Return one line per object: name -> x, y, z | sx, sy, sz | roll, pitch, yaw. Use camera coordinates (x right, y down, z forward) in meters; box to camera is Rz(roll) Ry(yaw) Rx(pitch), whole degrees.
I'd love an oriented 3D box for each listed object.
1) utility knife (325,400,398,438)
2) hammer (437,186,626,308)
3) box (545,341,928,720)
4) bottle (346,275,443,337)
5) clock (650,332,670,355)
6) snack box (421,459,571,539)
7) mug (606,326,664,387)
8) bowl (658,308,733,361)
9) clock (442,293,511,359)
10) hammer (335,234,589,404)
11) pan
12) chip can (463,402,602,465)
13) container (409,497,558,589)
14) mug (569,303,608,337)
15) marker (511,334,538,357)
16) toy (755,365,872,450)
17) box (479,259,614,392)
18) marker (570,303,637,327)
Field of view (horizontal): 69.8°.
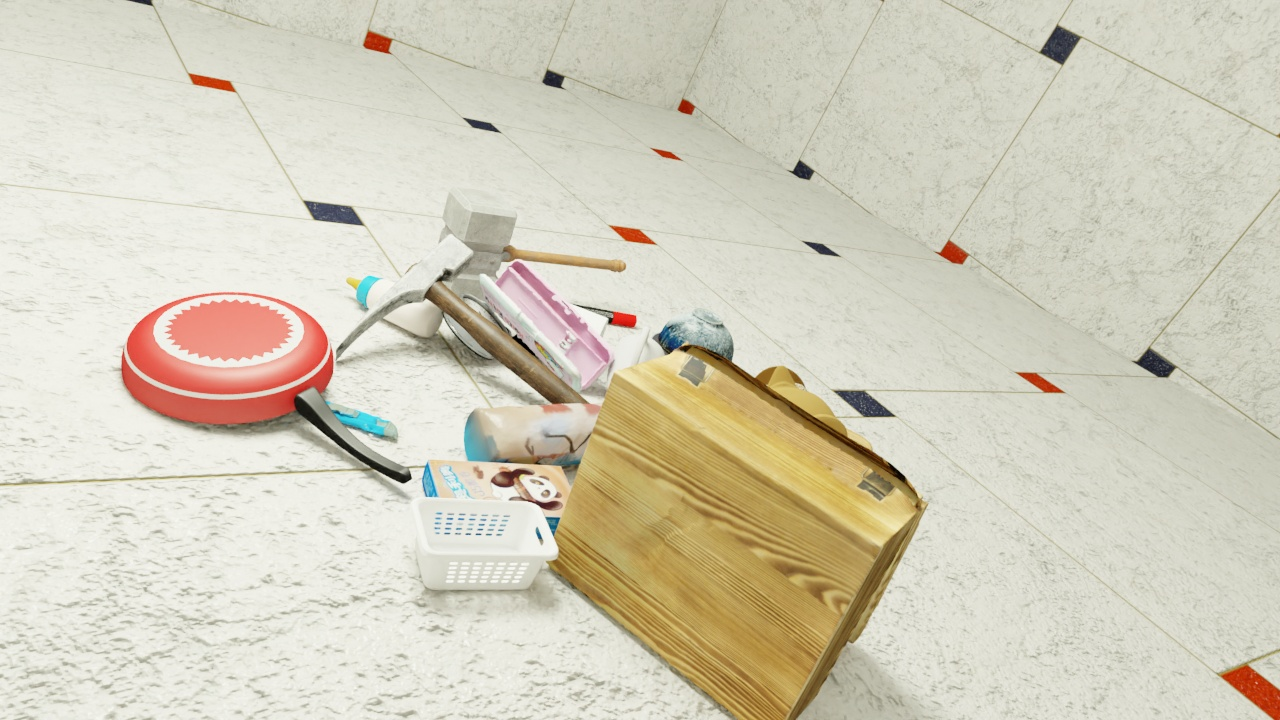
utility knife -> -0.346, 0.052, 0.999 | 0.173, 0.015, 0.031 | 16, 22, -6
hammer -> -0.154, -0.160, 1.418 | 0.317, 0.163, 0.083 | 2, 30, -35
box -> 0.103, 0.139, 0.866 | 0.279, 0.258, 0.214 | 34, 29, 27
bottle -> -0.338, -0.080, 1.242 | 0.146, 0.051, 0.051 | 26, 24, 12
clock -> 0.077, 0.011, 1.355 | 0.159, 0.045, 0.122 | 28, 25, 15
snack box -> -0.141, 0.143, 0.942 | 0.151, 0.034, 0.087 | 6, 28, -27
mug -> -0.007, 0.007, 1.248 | 0.071, 0.107, 0.089 | 18, 44, 2
bowl -> 0.089, -0.040, 1.342 | 0.114, 0.061, 0.114 | 16, 22, -7
clock -> -0.217, -0.048, 1.246 | 0.094, 0.035, 0.122 | 49, 12, 5
hammer -> -0.199, 0.006, 1.143 | 0.300, 0.037, 0.217 | 39, 61, 1
pan -> -0.377, 0.024, 0.962 | 0.356, 0.067, 0.208 | 26, 33, 19
chip can -> -0.086, 0.084, 1.059 | 0.229, 0.080, 0.080 | -1, 32, -39
container -> -0.150, 0.173, 0.852 | 0.129, 0.050, 0.080 | 7, 27, -28
mug -> -0.101, -0.041, 1.338 | 0.090, 0.073, 0.110 | 21, -2, 1
marker -> -0.123, -0.007, 1.294 | 0.138, 0.022, 0.016 | 20, 11, 2
toy -> 0.186, 0.085, 1.192 | 0.198, 0.162, 0.203 | 2, 13, 0
box -> -0.137, -0.045, 1.231 | 0.202, 0.088, 0.095 | 46, 17, 12
marker -> -0.076, -0.075, 1.478 | 0.145, 0.021, 0.023 | 9, 4, -25
